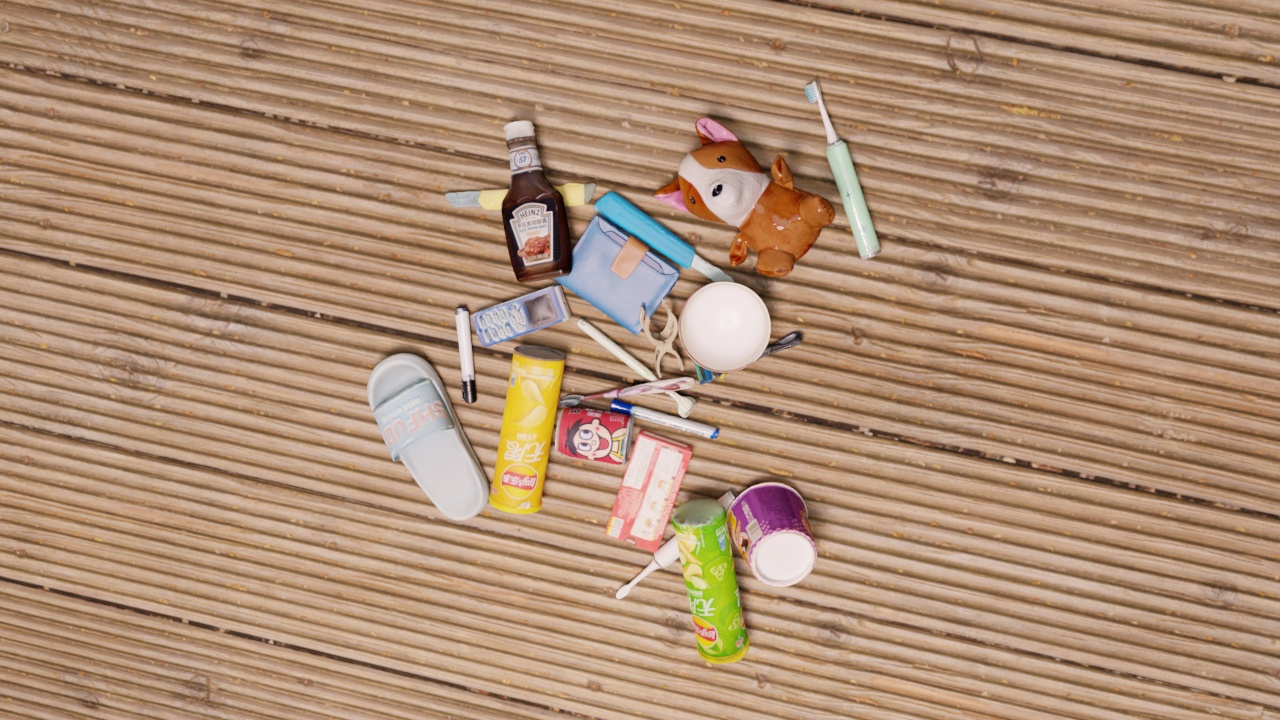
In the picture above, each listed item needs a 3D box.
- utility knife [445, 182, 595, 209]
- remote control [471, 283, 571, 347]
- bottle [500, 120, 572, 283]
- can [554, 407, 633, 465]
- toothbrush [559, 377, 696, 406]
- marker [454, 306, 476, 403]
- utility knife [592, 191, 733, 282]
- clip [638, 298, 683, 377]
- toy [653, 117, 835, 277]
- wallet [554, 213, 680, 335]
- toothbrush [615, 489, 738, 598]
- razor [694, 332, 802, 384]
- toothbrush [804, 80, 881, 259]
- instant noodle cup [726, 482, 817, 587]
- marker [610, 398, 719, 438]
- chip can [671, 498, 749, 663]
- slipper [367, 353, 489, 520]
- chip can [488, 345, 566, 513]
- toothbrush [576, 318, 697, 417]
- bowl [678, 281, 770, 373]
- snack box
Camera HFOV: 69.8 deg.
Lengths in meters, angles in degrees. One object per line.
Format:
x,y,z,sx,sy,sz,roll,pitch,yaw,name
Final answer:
-0.154,-0.208,1.168,0.195,0.020,0.031,-2,96,0,utility knife
-0.156,-0.058,1.196,0.125,0.024,0.049,-17,99,11,remote control
-0.135,-0.197,1.140,0.080,0.044,0.195,-8,94,14,bottle
-0.060,0.097,1.195,0.094,0.066,0.066,9,102,5,can
-0.019,0.042,1.190,0.188,0.017,0.016,-9,105,18,toothbrush
-0.234,-0.007,1.220,0.023,0.018,0.131,-1,102,16,marker
0.033,-0.148,1.158,0.207,0.018,0.034,34,107,0,utility knife
0.039,-0.031,1.162,0.081,0.034,0.104,-30,121,2,clip
0.122,-0.190,1.094,0.199,0.130,0.140,39,109,7,toy
-0.029,-0.108,1.166,0.133,0.040,0.106,35,108,-2,wallet
0.048,0.252,1.235,0.221,0.026,0.027,-42,83,13,toothbrush
0.140,-0.006,1.175,0.143,0.022,0.042,-20,55,7,razor
0.245,-0.230,1.112,0.027,0.026,0.224,-15,100,32,toothbrush
0.172,0.227,1.167,0.111,0.099,0.112,-3,113,-7,instant noodle cup
0.032,0.077,1.206,0.146,0.017,0.017,15,103,4,marker
0.092,0.286,1.196,0.072,0.072,0.221,-9,110,8,chip can
-0.287,0.109,1.222,0.104,0.074,0.245,-26,99,12,slipper
-0.149,0.090,1.203,0.072,0.072,0.213,11,102,4,chip can
-0.007,0.007,1.196,0.189,0.020,0.029,38,73,-1,toothbrush
0.105,-0.046,1.149,0.113,0.062,0.113,1,102,5,bowl
0.010,0.175,1.224,0.075,0.025,0.153,19,103,2,snack box
